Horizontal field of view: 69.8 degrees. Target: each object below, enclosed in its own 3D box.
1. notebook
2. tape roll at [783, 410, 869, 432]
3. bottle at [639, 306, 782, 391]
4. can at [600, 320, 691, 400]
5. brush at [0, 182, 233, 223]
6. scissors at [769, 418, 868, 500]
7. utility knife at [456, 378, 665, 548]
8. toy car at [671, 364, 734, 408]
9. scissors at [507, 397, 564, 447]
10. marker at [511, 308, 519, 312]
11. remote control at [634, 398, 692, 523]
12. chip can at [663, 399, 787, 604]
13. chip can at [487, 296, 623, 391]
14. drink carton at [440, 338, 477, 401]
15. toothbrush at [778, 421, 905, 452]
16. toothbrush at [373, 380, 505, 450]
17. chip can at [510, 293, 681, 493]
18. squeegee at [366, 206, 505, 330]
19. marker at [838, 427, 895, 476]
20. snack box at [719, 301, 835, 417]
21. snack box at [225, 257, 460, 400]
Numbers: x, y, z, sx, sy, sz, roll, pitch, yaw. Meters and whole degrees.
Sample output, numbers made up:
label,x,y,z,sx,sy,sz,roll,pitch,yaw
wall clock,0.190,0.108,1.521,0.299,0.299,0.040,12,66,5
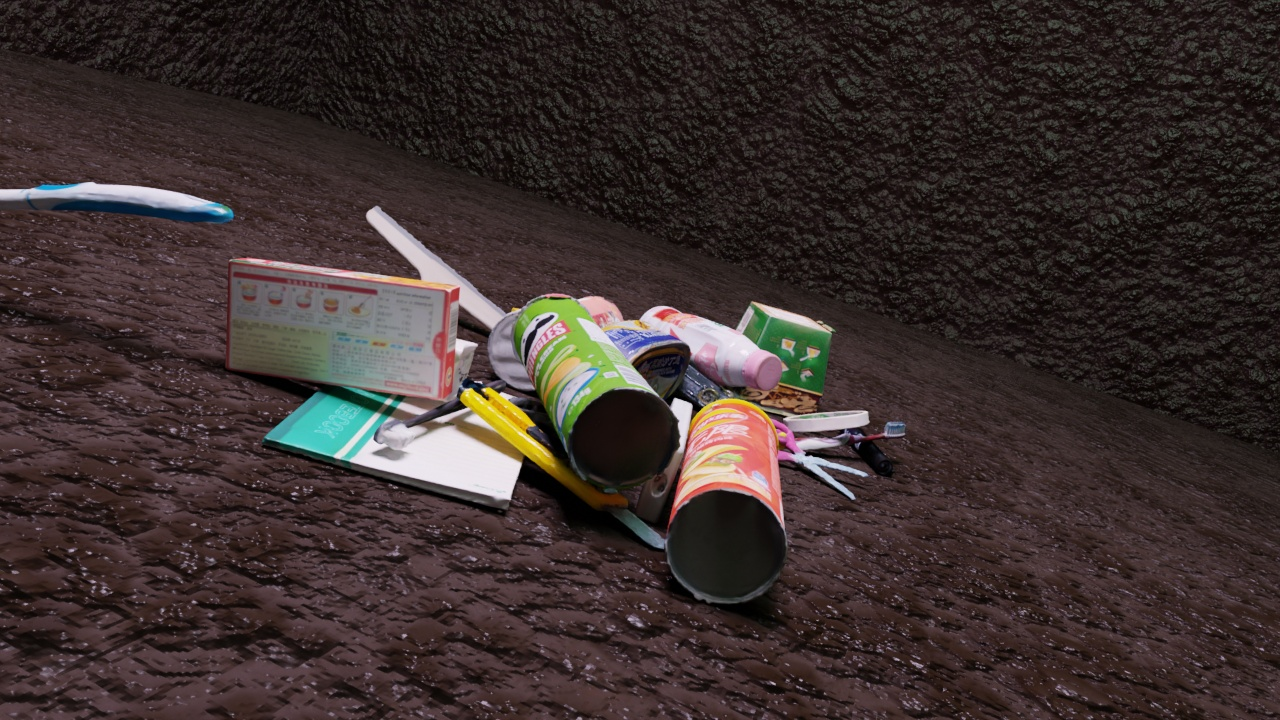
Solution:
label,x,y,z,sx,sy,sz,roll,pitch,yaw
notebook,-0.151,0.043,0.638,0.150,0.012,0.209,16,13,-5
tape roll,0.192,0.063,0.948,0.086,0.014,0.086,-6,-1,0
bottle,0.074,-0.009,1.010,0.068,0.068,0.197,8,9,-39
can,-0.005,0.005,0.868,0.049,0.075,0.148,27,15,23
brush,-0.434,-0.093,0.600,0.314,0.109,0.060,17,10,-5
scissors,0.140,0.089,0.832,0.123,0.017,0.133,-4,32,-40
utility knife,-0.052,0.065,0.606,0.197,0.015,0.033,35,20,24
toy car,0.048,0.023,0.953,0.121,0.037,0.054,34,11,24
scissors,-0.025,0.063,0.704,0.173,0.014,0.140,25,10,-12
marker,-0.105,-0.047,1.097,0.123,0.015,0.018,9,16,-47
remote control,0.018,0.068,0.660,0.019,0.056,0.135,20,13,2
chip can,0.060,0.085,0.611,0.073,0.073,0.216,18,12,2
chip can,-0.075,-0.022,0.894,0.071,0.071,0.214,20,12,10
drink carton,-0.187,-0.008,0.671,0.122,0.045,0.053,17,8,1
toothbrush,0.204,0.077,0.921,0.187,0.017,0.016,-2,17,-35
toothbrush,-0.130,0.034,0.635,0.018,0.016,0.180,26,14,10
chip can,-0.041,0.013,0.655,0.072,0.072,0.236,13,13,-20
squeegee,-0.257,-0.059,0.878,0.246,0.039,0.246,39,24,13
marker,0.237,0.089,0.968,0.022,0.020,0.132,33,9,-13
snack box,0.154,-0.005,1.061,0.117,0.106,0.118,14,12,-14
snack box,-0.203,-0.022,0.625,0.156,0.077,0.027,8,12,6
